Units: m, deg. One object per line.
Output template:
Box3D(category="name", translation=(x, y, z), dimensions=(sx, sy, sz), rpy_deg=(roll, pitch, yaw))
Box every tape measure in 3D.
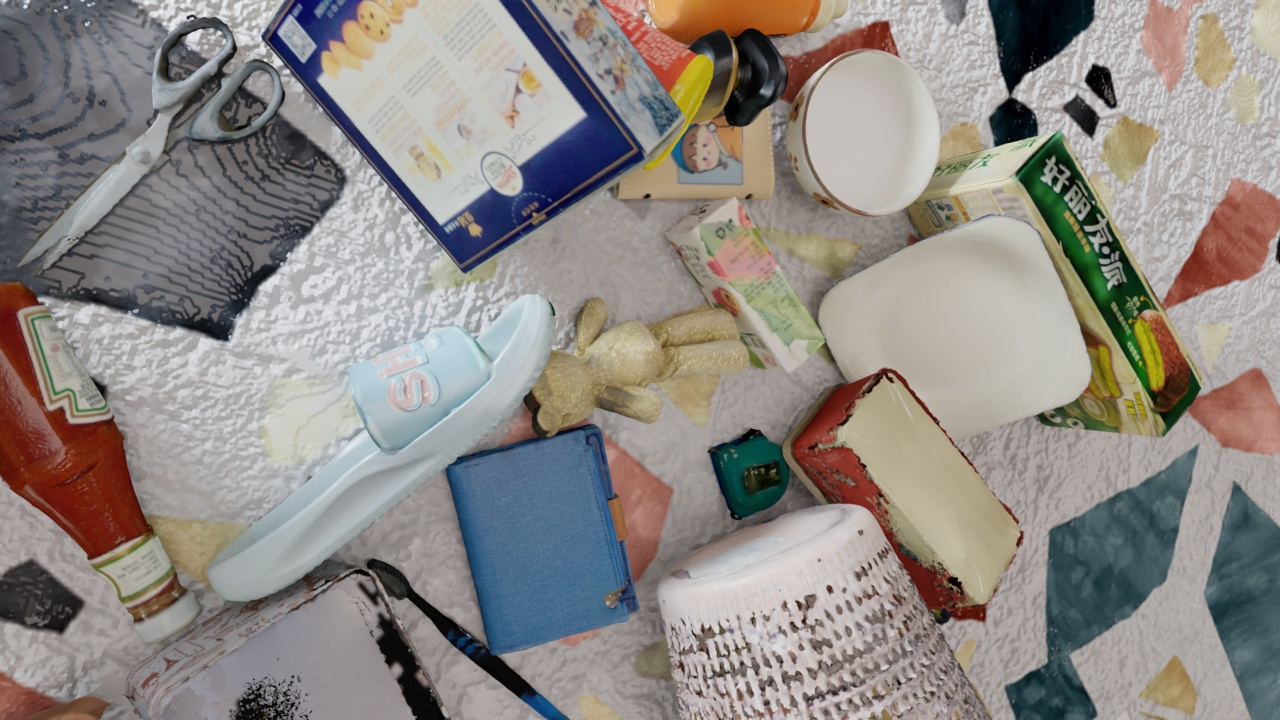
Box3D(category="tape measure", translation=(0.081, 0.081, 0.660), dimensions=(0.054, 0.025, 0.058), rpy_deg=(-21, 101, -18))

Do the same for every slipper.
Box3D(category="slipper", translation=(-0.152, 0.039, 0.529), dimensions=(0.245, 0.104, 0.074), rpy_deg=(-40, 104, -8))

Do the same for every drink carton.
Box3D(category="drink carton", translation=(0.073, -0.052, 0.634), dimensions=(0.045, 0.053, 0.122), rpy_deg=(-41, 107, -15))

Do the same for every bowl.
Box3D(category="bowl", translation=(0.148, -0.157, 0.652), dimensions=(0.113, 0.062, 0.113), rpy_deg=(-2, 95, -22))

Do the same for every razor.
Box3D(category="razor", translation=(0.010, -0.162, 0.586), dimensions=(0.167, 0.062, 0.068), rpy_deg=(-20, 143, -5))

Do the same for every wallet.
Box3D(category="wallet", translation=(-0.062, 0.115, 0.600), dimensions=(0.106, 0.040, 0.133), rpy_deg=(-14, 98, -11))
Box3D(category="wallet", translation=(0.037, -0.154, 0.630), dimensions=(0.115, 0.024, 0.087), rpy_deg=(-2, 98, -16))

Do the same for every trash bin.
Box3D(category="trash bin", translation=(0.110, 0.207, 0.593), dimensions=(0.227, 0.228, 0.192), rpy_deg=(-20, 87, -19))

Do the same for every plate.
Box3D(category="plate", translation=(0.227, -0.019, 0.673), dimensions=(0.165, 0.034, 0.163), rpy_deg=(-23, 112, 22))

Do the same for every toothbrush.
Box3D(category="toothbrush", translation=(-0.107, 0.191, 0.599), dimensions=(0.014, 0.016, 0.189), rpy_deg=(-45, 108, -5))

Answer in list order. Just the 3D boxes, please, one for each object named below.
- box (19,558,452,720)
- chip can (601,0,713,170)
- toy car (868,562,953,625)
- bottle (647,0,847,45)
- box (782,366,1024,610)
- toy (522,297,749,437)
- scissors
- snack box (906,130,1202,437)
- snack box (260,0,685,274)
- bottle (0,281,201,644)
Box3D(category="box", translation=(-0.236, 0.242, 0.504), dimensions=(0.273, 0.126, 0.179), rpy_deg=(-26, 102, -13))
Box3D(category="chip can", translation=(-0.065, -0.195, 0.523), dimensions=(0.216, 0.073, 0.073), rpy_deg=(33, 80, 1))
Box3D(category="toy car", translation=(0.206, 0.164, 0.706), dimensions=(0.090, 0.035, 0.042), rpy_deg=(43, 58, -13))
Box3D(category="bottle", translation=(0.080, -0.247, 0.623), dimensions=(0.149, 0.067, 0.067), rpy_deg=(-7, 96, -28))
Box3D(category="box", translation=(0.192, 0.094, 0.652), dimensions=(0.168, 0.080, 0.091), rpy_deg=(49, 58, -6))
Box3D(category="toy", translation=(-0.004, 0.004, 0.601), dimensions=(0.157, 0.066, 0.105), rpy_deg=(-15, 58, -14))
Box3D(category="scissors", translation=(-0.271, -0.110, 0.517), dimensions=(0.135, 0.014, 0.175), rpy_deg=(7, 90, -21))
Box3D(category="snack box", translation=(0.310, -0.051, 0.694), dimensions=(0.063, 0.115, 0.240), rpy_deg=(-44, 107, -17))
Box3D(category="snack box", translation=(-0.097, -0.154, 0.495), dimensions=(0.182, 0.178, 0.045), rpy_deg=(50, 49, -17))
Box3D(category="bottle", translation=(-0.304, 0.060, 0.492), dimensions=(0.059, 0.060, 0.206), rpy_deg=(-29, 104, -18))
